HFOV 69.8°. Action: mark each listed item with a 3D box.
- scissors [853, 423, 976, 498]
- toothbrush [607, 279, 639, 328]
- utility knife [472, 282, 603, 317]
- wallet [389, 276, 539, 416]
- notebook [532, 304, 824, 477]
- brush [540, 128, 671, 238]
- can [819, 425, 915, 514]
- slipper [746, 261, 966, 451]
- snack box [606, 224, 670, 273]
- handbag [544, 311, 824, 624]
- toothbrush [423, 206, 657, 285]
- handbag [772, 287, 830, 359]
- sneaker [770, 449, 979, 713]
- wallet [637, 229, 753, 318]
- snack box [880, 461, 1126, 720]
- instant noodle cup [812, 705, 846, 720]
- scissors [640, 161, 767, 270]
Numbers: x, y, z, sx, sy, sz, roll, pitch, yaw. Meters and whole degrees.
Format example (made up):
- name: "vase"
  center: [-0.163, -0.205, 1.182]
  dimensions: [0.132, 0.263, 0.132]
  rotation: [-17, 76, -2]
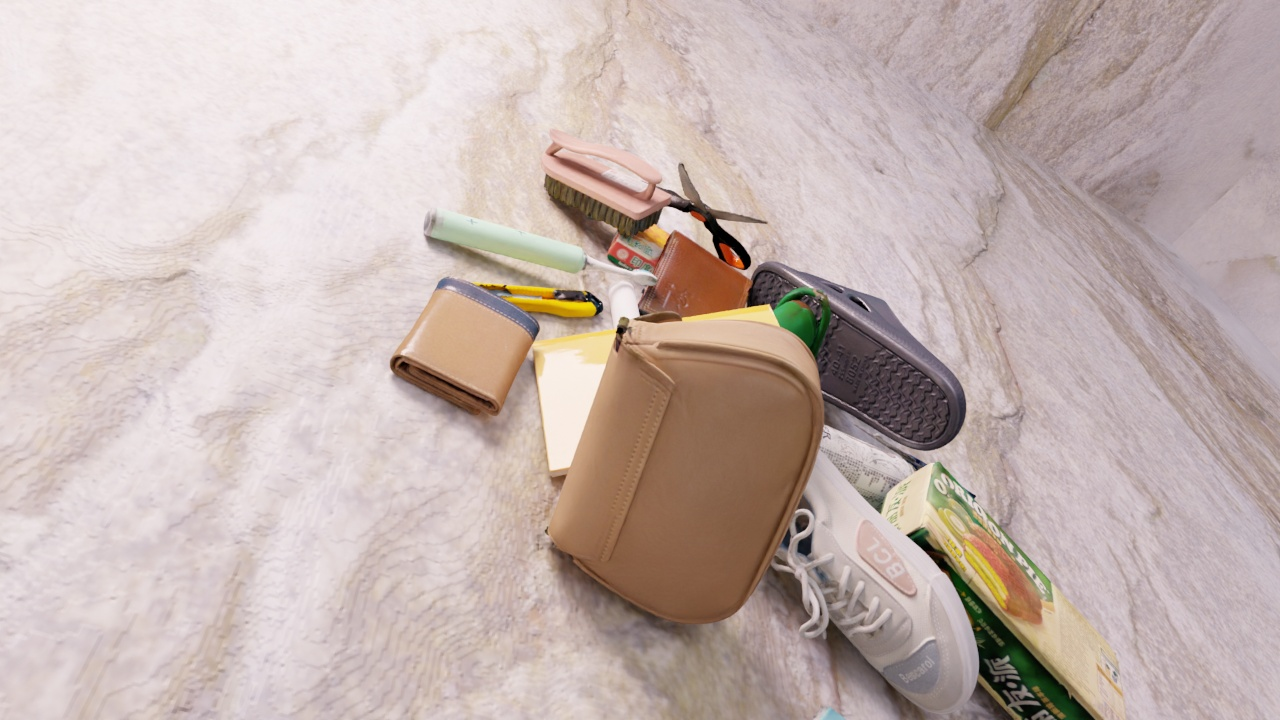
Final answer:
- name: "scissors"
  center: [0.261, 0.094, 0.904]
  dimensions: [0.171, 0.012, 0.140]
  rotation: [32, 2, -7]
- name: "toothbrush"
  center: [-0.005, 0.005, 0.803]
  dimensions: [0.026, 0.027, 0.220]
  rotation: [12, 38, -19]
- name: "utility knife"
  center: [-0.092, -0.054, 0.807]
  dimensions: [0.153, 0.015, 0.033]
  rotation: [0, 44, -43]
- name: "wallet"
  center: [-0.131, -0.012, 0.702]
  dimensions: [0.090, 0.033, 0.115]
  rotation: [27, 34, -9]
- name: "notebook"
  center: [0.022, 0.018, 0.722]
  dimensions: [0.206, 0.010, 0.145]
  rotation: [-10, 44, -5]
- name: "brush"
  center: [-0.042, -0.188, 0.949]
  dimensions: [0.146, 0.073, 0.063]
  rotation: [30, 41, 22]
- name: "can"
  center: [0.178, 0.094, 0.832]
  dimensions: [0.146, 0.058, 0.058]
  rotation: [23, 34, -20]
- name: "slipper"
  center: [0.216, -0.009, 0.914]
  dimensions: [0.083, 0.111, 0.268]
  rotation: [-16, 43, -40]
- name: "snack box"
  center: [0.041, -0.097, 0.980]
  dimensions: [0.155, 0.027, 0.076]
  rotation: [30, 34, -10]
- name: "handbag"
  center: [0.031, 0.065, 0.600]
  dimensions: [0.148, 0.205, 0.099]
  rotation: [19, 22, -3]
- name: "toothbrush"
  center: [-0.085, -0.099, 0.838]
  dimensions: [0.224, 0.026, 0.027]
  rotation: [13, 27, -21]
- name: "handbag"
  center: [0.119, -0.001, 0.841]
  dimensions: [0.068, 0.120, 0.131]
  rotation: [42, 40, 13]
- name: "sneaker"
  center: [0.153, 0.160, 0.687]
  dimensions: [0.090, 0.090, 0.242]
  rotation: [-10, 56, -52]
- name: "wallet"
  center: [0.055, -0.065, 0.917]
  dimensions: [0.101, 0.032, 0.124]
  rotation: [29, 51, -7]
- name: "snack box"
  center: [0.297, 0.207, 0.760]
  dimensions: [0.240, 0.063, 0.114]
  rotation: [46, 31, -2]
- name: "instant noodle cup"
  center: [0.127, 0.268, 0.523]
  dimensions: [0.120, 0.111, 0.111]
  rotation: [41, 31, 21]
- name: "scissors"
  center: [0.061, -0.161, 0.992]
  dimensions: [0.221, 0.021, 0.234]
  rotation: [26, -9, 33]
